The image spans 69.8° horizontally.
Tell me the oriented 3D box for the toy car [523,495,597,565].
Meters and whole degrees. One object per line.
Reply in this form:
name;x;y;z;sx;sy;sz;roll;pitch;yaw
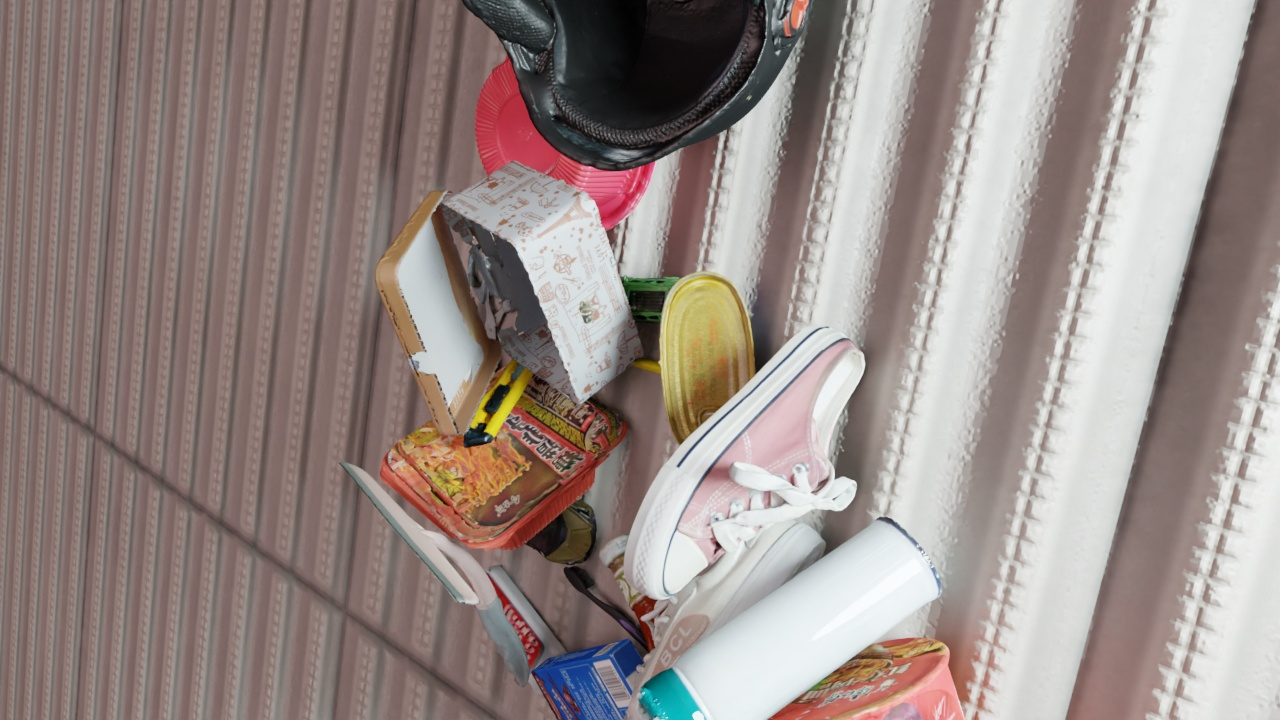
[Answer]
toy car;-0.107;0.147;0.895;0.158;0.042;0.070;18;103;35

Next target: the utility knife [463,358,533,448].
utility knife;-0.120;0.017;0.850;0.033;0.164;0.015;13;140;18

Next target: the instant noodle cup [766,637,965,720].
instant noodle cup;0.164;0.267;0.620;0.138;0.137;0.108;-27;82;37

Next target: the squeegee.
squeegee;-0.145;0.210;0.808;0.248;0.040;0.250;28;150;48

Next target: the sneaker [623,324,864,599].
sneaker;0.088;0.081;0.649;0.240;0.118;0.088;-47;53;-10

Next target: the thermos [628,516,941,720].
thermos;0.096;0.195;0.623;0.073;0.224;0.073;54;166;20

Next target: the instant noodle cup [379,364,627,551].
instant noodle cup;-0.122;0.095;0.842;0.164;0.188;0.079;30;144;36

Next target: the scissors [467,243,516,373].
scissors;-0.151;-0.040;0.945;0.160;0.014;0.175;-33;73;38

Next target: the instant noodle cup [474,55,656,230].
instant noodle cup;-0.080;-0.202;0.813;0.194;0.065;0.194;14;115;33

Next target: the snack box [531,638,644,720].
snack box;-0.035;0.298;0.812;0.158;0.026;0.084;-34;85;51

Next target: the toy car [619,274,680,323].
toy car;0.002;-0.053;0.802;0.091;0.036;0.043;4;95;43

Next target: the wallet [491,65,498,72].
wallet;-0.093;-0.253;0.872;0.131;0.035;0.119;-7;88;39

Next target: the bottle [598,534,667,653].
bottle;0.030;0.238;0.771;0.060;0.059;0.206;-50;62;29

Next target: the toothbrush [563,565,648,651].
toothbrush;-0.004;0.246;0.833;0.189;0.016;0.014;36;125;30

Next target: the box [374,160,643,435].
box;-0.127;-0.043;0.764;0.153;0.180;0.183;29;148;42

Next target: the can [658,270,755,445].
can;0.055;0.005;0.732;0.075;0.049;0.148;-5;87;9

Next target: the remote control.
remote control;-0.124;0.270;0.925;0.136;0.020;0.056;44;117;30

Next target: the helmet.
helmet;0.012;-0.272;0.661;0.234;0.229;0.275;4;99;32

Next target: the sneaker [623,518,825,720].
sneaker;0.036;0.209;0.699;0.091;0.089;0.242;33;83;26

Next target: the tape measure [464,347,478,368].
tape measure;-0.180;0.008;0.940;0.058;0.039;0.057;19;107;37

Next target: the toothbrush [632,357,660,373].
toothbrush;-0.005;0.005;0.821;0.190;0.015;0.016;13;106;38
